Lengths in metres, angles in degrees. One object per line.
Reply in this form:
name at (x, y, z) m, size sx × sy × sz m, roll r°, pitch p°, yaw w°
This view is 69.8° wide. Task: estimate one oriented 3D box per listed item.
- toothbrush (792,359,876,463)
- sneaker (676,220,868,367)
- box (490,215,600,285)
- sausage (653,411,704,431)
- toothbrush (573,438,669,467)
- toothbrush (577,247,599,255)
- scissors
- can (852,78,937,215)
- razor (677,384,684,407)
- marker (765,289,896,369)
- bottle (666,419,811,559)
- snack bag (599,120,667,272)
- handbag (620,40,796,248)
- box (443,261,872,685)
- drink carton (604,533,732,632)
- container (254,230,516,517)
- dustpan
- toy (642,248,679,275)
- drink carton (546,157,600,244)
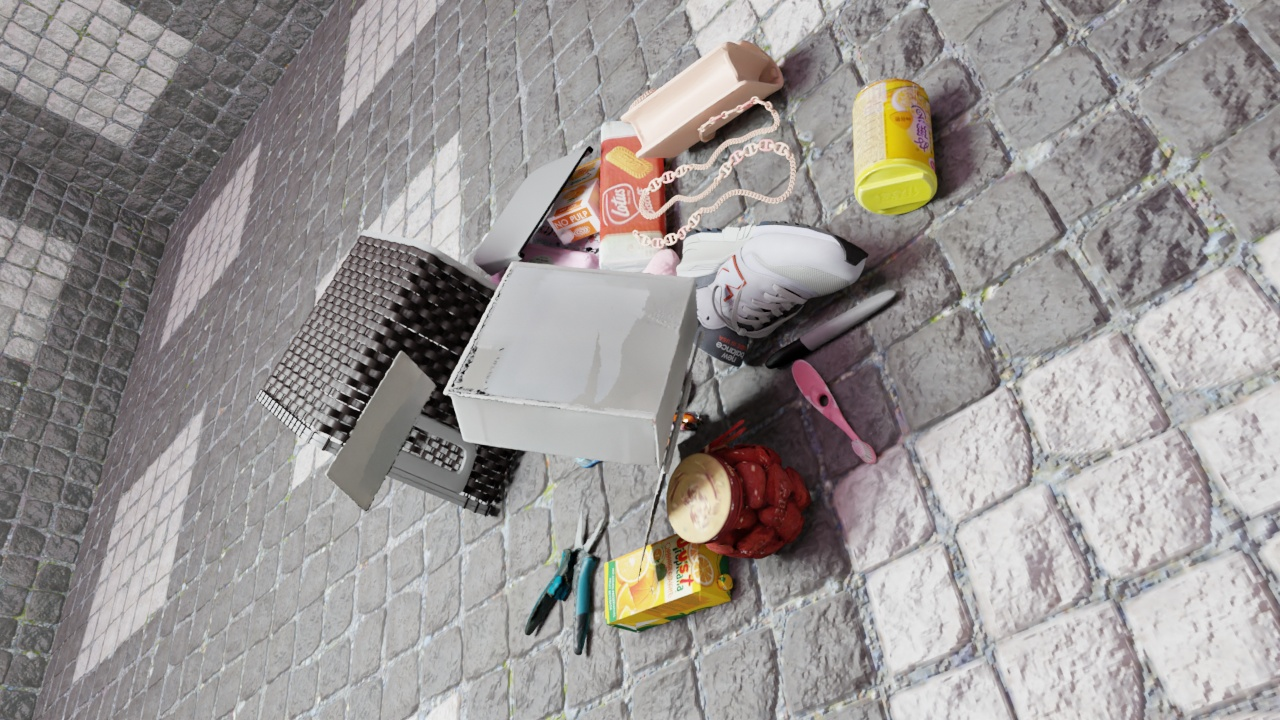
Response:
toothbrush at (0.159, 0.039, 0.770) m, size 0.022 × 0.016 × 0.135 m, roll -48°, pitch 40°, yaw 16°
sneaker at (0.103, -0.055, 0.847) m, size 0.240 × 0.088 × 0.124 m, roll 13°, pitch 83°, yaw 61°
box at (-0.100, -0.135, 1.138) m, size 0.201 × 0.041 × 0.153 m, roll 18°, pitch 74°, yaw 53°
sausage at (0.009, 0.063, 0.931) m, size 0.156 × 0.020 × 0.020 m, roll -8°, pitch 62°, yaw 48°
toothbrush at (-0.021, 0.094, 0.950) m, size 0.135 × 0.017 × 0.021 m, roll -19°, pitch 57°, yaw 43°
toothbrush at (-0.050, -0.130, 1.126) m, size 0.187 × 0.012 × 0.017 m, roll 7°, pitch 87°, yaw 51°
scissors at (-0.068, 0.231, 0.921) m, size 0.148 × 0.019 × 0.118 m, roll -57°, pitch 37°, yaw 5°
can at (0.218, -0.185, 0.793) m, size 0.068 × 0.067 × 0.104 m, roll -21°, pitch 53°, yaw 41°
razor at (-0.006, 0.006, 0.959) m, size 0.156 × 0.060 × 0.057 m, roll 33°, pitch 107°, yaw 34°
marker at (0.165, -0.028, 0.806) m, size 0.139 × 0.016 × 0.022 m, roll -33°, pitch 23°, yaw 32°
bottle at (0.081, 0.108, 0.744) m, size 0.099 × 0.111 × 0.099 m, roll -16°, pitch 68°, yaw 46°
snack bag at (-0.010, -0.190, 1.066) m, size 0.077 × 0.041 × 0.224 m, roll -4°, pitch 56°, yaw 5°
handbag at (0.081, -0.222, 0.996) m, size 0.199 × 0.116 × 0.187 m, roll -27°, pitch 82°, yaw 33°
box at (0.052, 0.091, 0.790) m, size 0.165 × 0.446 × 0.166 m, roll -28°, pitch 30°, yaw 37°
drink carton at (0.024, 0.195, 0.815) m, size 0.123 × 0.041 × 0.058 m, roll -30°, pitch 48°, yaw 35°
container at (-0.272, 0.007, 1.118) m, size 0.246 × 0.247 × 0.243 m, roll 18°, pitch 79°, yaw 53°
dustpan at (-0.156, -0.177, 1.169) m, size 0.258 × 0.033 × 0.163 m, roll 0°, pitch 56°, yaw 58°
toy at (0.014, -0.059, 0.974) m, size 0.099 × 0.052 × 0.095 m, roll -39°, pitch 55°, yaw 30°
drink carton at (-0.067, -0.195, 1.119) m, size 0.059 × 0.040 × 0.122 m, roll -17°, pitch 34°, yaw 26°
